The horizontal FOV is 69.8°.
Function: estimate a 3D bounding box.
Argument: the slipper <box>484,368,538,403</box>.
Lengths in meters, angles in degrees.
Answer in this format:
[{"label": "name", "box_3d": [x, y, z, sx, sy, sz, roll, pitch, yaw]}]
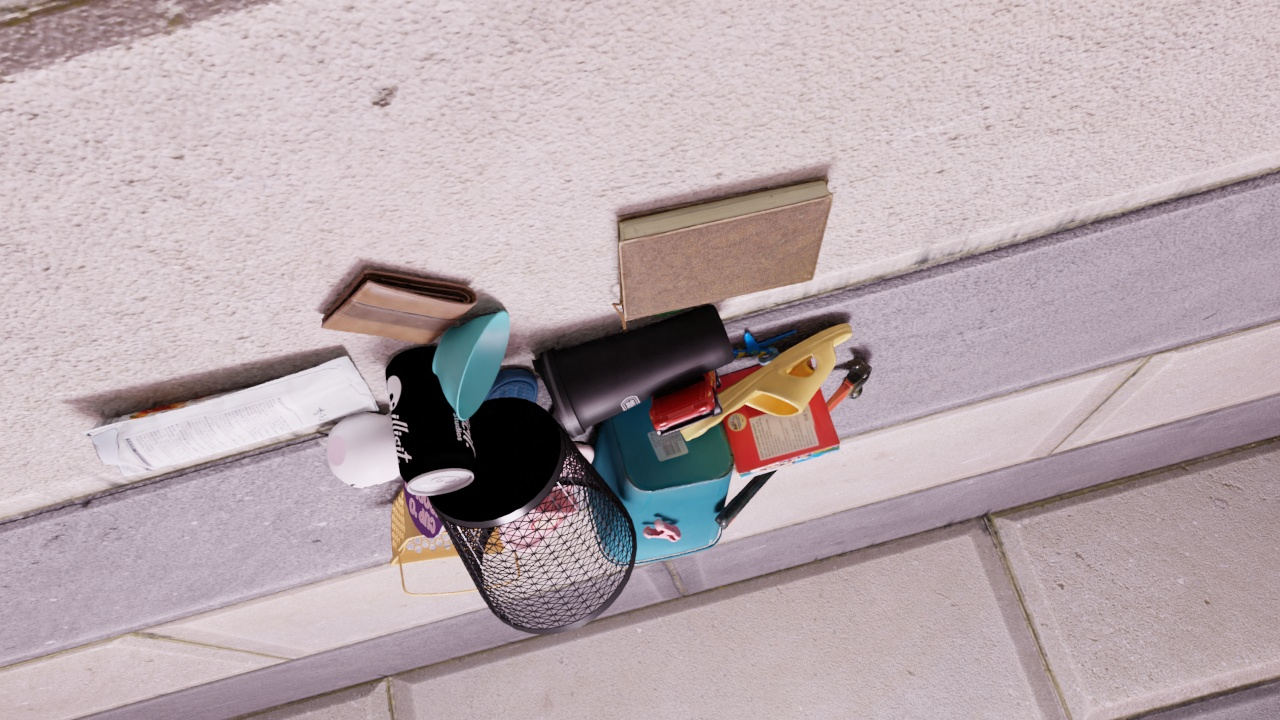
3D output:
[{"label": "slipper", "box_3d": [-0.187, 0.079, 1.161, 0.103, 0.059, 0.214, -4, 140, -34]}]

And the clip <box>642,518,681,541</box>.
[{"label": "clip", "box_3d": [0.033, 0.228, 1.248, 0.058, 0.023, 0.050, 1, 142, -16]}]

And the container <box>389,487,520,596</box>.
[{"label": "container", "box_3d": [-0.278, 0.269, 1.392, 0.183, 0.166, 0.130, 0, 153, -30]}]

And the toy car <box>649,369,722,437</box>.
[{"label": "toy car", "box_3d": [0.053, 0.039, 1.115, 0.082, 0.056, 0.189, -23, -165, 10]}]

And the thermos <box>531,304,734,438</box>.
[{"label": "thermos", "box_3d": [-0.006, 0.006, 1.059, 0.218, 0.105, 0.106, -21, 157, 1]}]

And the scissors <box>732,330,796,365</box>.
[{"label": "scissors", "box_3d": [0.149, -0.013, 1.209, 0.125, 0.013, 0.129, -23, 160, 17]}]

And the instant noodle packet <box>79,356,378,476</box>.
[{"label": "instant noodle packet", "box_3d": [-0.432, 0.058, 0.990, 0.269, 0.057, 0.147, -17, 160, -9]}]

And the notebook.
[{"label": "notebook", "box_3d": [0.078, -0.097, 0.934, 0.215, 0.034, 0.190, -12, 152, -7]}]

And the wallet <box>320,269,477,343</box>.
[{"label": "wallet", "box_3d": [-0.232, -0.048, 0.885, 0.121, 0.027, 0.099, 7, 151, -42]}]

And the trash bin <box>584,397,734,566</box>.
[{"label": "trash bin", "box_3d": [0.028, 0.157, 1.316, 0.199, 0.196, 0.219, -10, 150, -14]}]

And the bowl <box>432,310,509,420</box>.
[{"label": "bowl", "box_3d": [-0.183, -0.003, 0.955, 0.046, 0.121, 0.121, 21, 156, 7]}]

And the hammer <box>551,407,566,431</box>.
[{"label": "hammer", "box_3d": [-0.133, 0.113, 1.304, 0.124, 0.029, 0.312, -6, 155, -22]}]

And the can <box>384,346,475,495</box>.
[{"label": "can", "box_3d": [-0.226, 0.064, 0.988, 0.080, 0.146, 0.080, -13, 157, -6]}]

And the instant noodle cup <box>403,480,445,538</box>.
[{"label": "instant noodle cup", "box_3d": [-0.247, 0.167, 1.278, 0.121, 0.122, 0.137, -8, 114, -39]}]

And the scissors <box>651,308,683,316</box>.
[{"label": "scissors", "box_3d": [0.053, -0.084, 0.995, 0.130, 0.012, 0.116, -29, 153, 30]}]

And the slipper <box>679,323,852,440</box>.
[{"label": "slipper", "box_3d": [0.172, 0.042, 1.194, 0.263, 0.078, 0.100, -30, 176, -12]}]

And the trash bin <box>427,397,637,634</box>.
[{"label": "trash bin", "box_3d": [-0.137, 0.179, 1.104, 0.217, 0.216, 0.243, -16, 140, 3]}]

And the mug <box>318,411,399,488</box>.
[{"label": "mug", "box_3d": [-0.342, 0.104, 1.102, 0.124, 0.090, 0.076, 8, -177, 37]}]

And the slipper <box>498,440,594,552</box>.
[{"label": "slipper", "box_3d": [-0.135, 0.202, 1.330, 0.106, 0.055, 0.222, 4, 127, -41]}]

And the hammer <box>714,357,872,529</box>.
[{"label": "hammer", "box_3d": [0.222, 0.119, 1.316, 0.332, 0.033, 0.133, -44, 162, -17]}]

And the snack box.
[{"label": "snack box", "box_3d": [0.184, 0.075, 1.263, 0.145, 0.142, 0.040, -17, 158, 6]}]
